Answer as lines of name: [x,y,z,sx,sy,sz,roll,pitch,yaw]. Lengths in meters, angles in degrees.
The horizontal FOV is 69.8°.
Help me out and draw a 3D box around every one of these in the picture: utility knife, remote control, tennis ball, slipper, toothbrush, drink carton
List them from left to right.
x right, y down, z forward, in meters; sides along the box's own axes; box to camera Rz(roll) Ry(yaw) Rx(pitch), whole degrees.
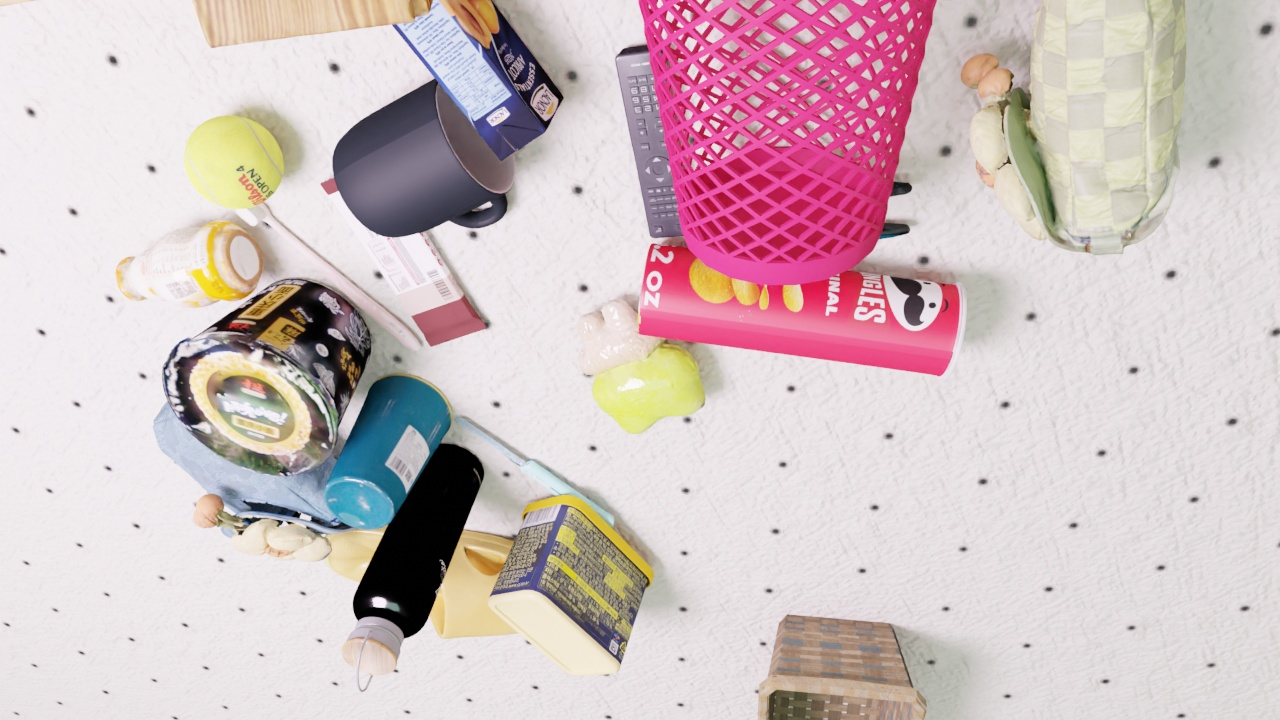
tennis ball: [-0.289,-0.141,0.652,0.065,0.065,0.065,5,127,6]
toothbrush: [-0.246,-0.066,0.731,0.016,0.018,0.181,-34,115,29]
slipper: [-0.188,0.219,0.896,0.263,0.078,0.100,14,125,0]
drink carton: [-0.106,-0.196,0.579,0.040,0.064,0.130,-26,118,26]
utility knife: [-0.094,0.101,0.833,0.179,0.015,0.022,38,135,-14]
remote control: [0.011,-0.146,0.626,0.032,0.015,0.136,-3,128,12]

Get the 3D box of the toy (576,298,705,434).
toy: [-0.004,0.004,0.723,0.092,0.046,0.115,-23,112,24]

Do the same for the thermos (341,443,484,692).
thermos: [-0.190,0.167,0.760,0.061,0.230,0.061,5,127,6]

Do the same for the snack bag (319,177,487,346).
snack bag: [-0.181,-0.079,0.711,0.057,0.013,0.158,-18,122,19]

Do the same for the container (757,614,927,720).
container: [0.186,0.390,0.887,0.157,0.185,0.250,3,127,8]

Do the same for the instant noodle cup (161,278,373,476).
instant noodle cup: [-0.285,0.005,0.731,0.137,0.112,0.137,5,127,7]

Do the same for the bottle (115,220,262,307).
bottle: [-0.354,-0.072,0.717,0.109,0.063,0.063,-8,125,16]

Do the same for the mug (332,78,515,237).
mug: [-0.139,-0.127,0.634,0.095,0.085,0.121,-19,150,23]

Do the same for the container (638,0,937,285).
container: [0.079,-0.168,0.510,0.183,0.182,0.226,2,134,9]

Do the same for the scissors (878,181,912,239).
scissors: [0.117,-0.098,0.641,0.140,0.019,0.128,35,125,-13]

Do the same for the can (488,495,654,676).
can: [-0.062,0.207,0.836,0.075,0.104,0.135,-19,124,36]

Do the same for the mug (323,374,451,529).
mug: [-0.212,0.078,0.767,0.078,0.121,0.078,5,127,6]

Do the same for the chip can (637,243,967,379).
chip can: [0.111,-0.036,0.656,0.220,0.069,0.069,8,127,4]

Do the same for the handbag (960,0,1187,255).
handbag: [0.245,-0.157,0.527,0.117,0.113,0.186,1,125,26]

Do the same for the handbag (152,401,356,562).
handbag: [-0.341,0.105,0.808,0.122,0.118,0.192,-12,129,39]

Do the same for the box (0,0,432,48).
box: [-0.265,-0.311,0.416,0.315,0.281,0.280,-8,125,1]
